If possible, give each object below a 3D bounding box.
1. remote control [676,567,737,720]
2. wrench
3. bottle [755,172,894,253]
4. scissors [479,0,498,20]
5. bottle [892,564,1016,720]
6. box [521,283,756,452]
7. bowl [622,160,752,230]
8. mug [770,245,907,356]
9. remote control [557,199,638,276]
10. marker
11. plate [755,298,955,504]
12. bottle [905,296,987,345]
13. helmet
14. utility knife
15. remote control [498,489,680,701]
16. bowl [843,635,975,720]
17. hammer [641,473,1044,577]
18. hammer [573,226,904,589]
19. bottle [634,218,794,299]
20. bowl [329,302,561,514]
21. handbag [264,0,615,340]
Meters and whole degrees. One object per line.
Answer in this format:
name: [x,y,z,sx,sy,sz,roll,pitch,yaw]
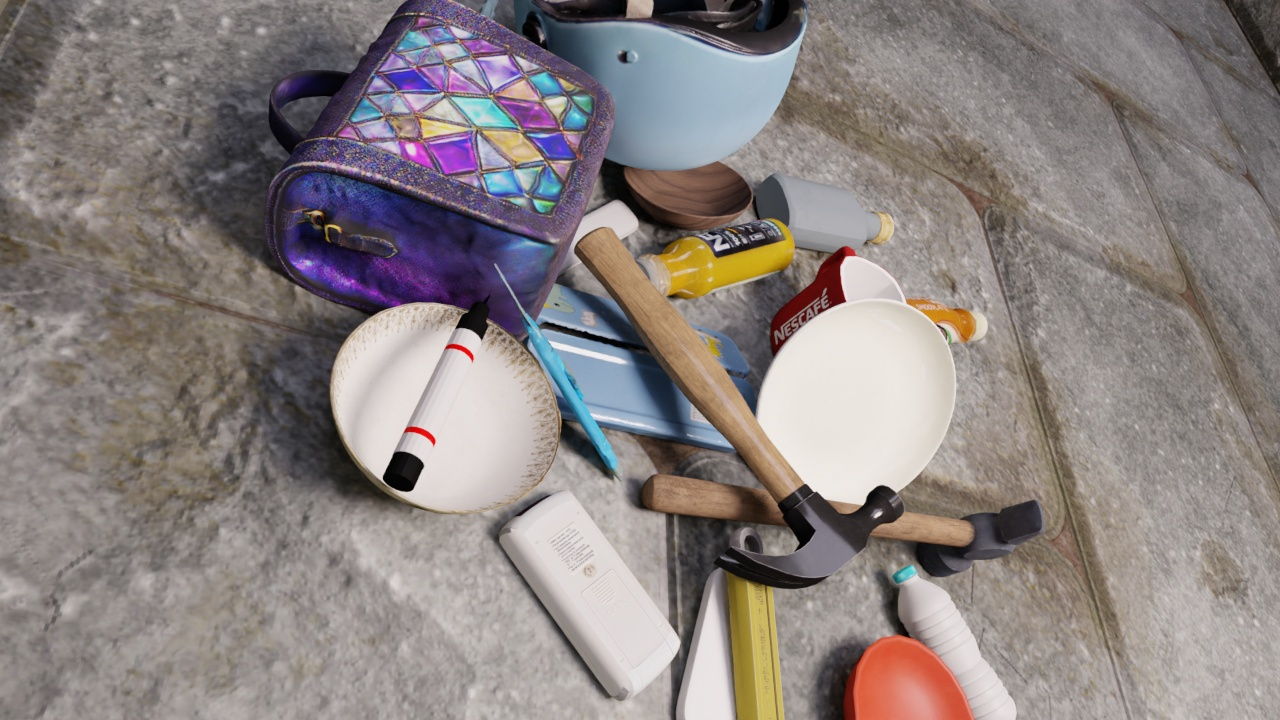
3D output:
remote control: [0.056,0.203,0.637,0.043,0.013,0.136,32,47,-14]
wrench: [0.078,0.243,0.606,0.083,0.018,0.272,21,55,-39]
bottle: [0.197,-0.147,0.950,0.161,0.046,0.072,4,59,-34]
scissors: [-0.144,-0.273,0.814,0.065,0.034,0.173,19,55,-20]
bottle: [0.246,0.229,0.736,0.044,0.044,0.136,-17,73,-42]
box: [0.000,0.000,0.716,0.209,0.039,0.126,14,53,-28]
bowl: [0.040,-0.149,0.831,0.119,0.032,0.119,9,39,-7]
mug: [0.178,-0.045,0.832,0.080,0.097,0.116,20,51,-24]
remote control: [-0.048,-0.102,0.767,0.033,0.012,0.130,50,46,3]
marker: [-0.116,0.013,0.546,0.019,0.019,0.145,30,49,-16]
plate: [0.172,0.034,0.756,0.182,0.182,0.034,22,9,-23]
bottle: [0.293,-0.035,0.936,0.166,0.059,0.059,-2,63,-37]
helmet: [0.001,-0.261,0.792,0.224,0.167,0.265,-21,49,-38]
utility knife: [-0.053,0.010,0.617,0.198,0.015,0.031,61,-3,-36]
remote control: [-0.032,0.151,0.601,0.060,0.026,0.138,-30,79,-44]
bowl: [0.193,0.269,0.677,0.122,0.035,0.121,18,52,-25]
hammer: [0.154,0.121,0.712,0.321,0.130,0.040,10,62,-18]
hammer: [0.047,0.025,0.669,0.132,0.040,0.305,-30,74,-26]
bottle: [0.061,-0.086,0.806,0.185,0.053,0.053,-19,74,-42]
bowl: [-0.129,0.039,0.578,0.145,0.063,0.145,18,53,-26]
handbag: [-0.145,-0.139,0.638,0.222,0.126,0.204,21,50,-8]
